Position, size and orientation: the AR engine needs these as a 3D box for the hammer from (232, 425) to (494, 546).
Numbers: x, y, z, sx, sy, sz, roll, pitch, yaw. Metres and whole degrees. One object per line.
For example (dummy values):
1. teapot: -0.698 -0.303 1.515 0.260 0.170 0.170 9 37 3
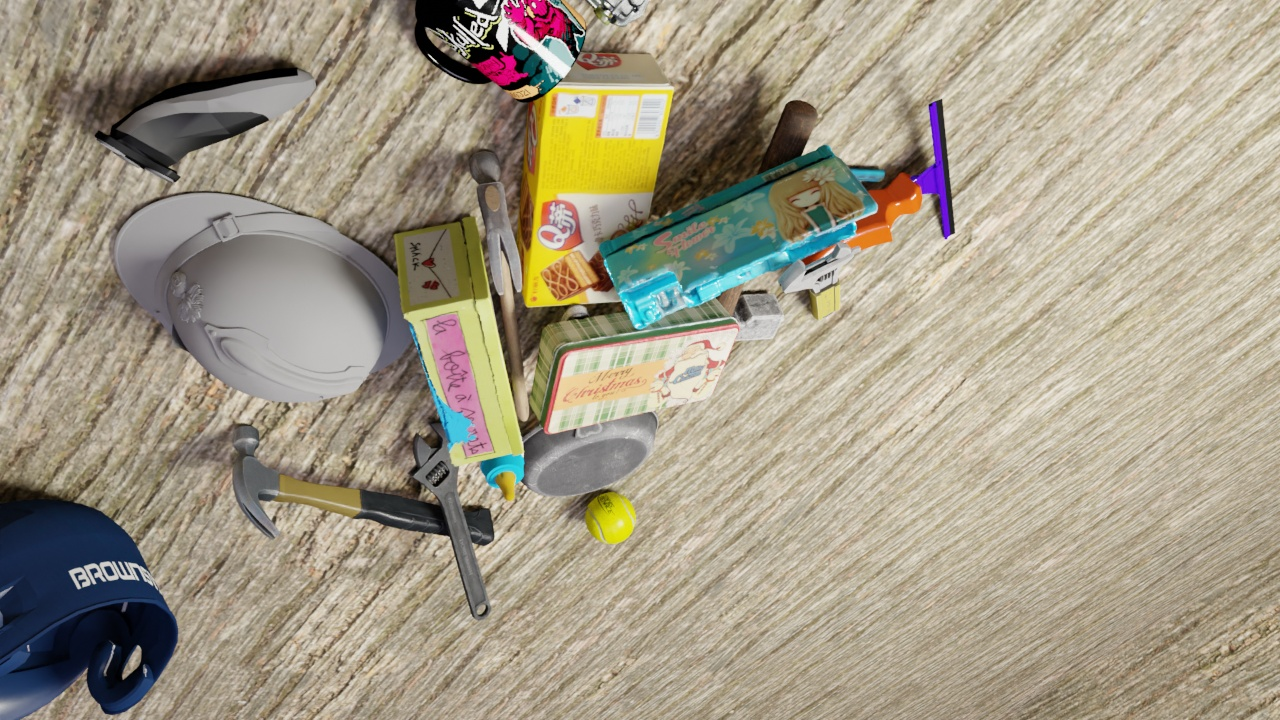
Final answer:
1. hammer: -0.297 0.165 1.031 0.025 0.117 0.332 -36 142 27

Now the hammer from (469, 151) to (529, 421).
1. hammer: -0.131 -0.040 0.898 0.030 0.119 0.332 -9 145 -11

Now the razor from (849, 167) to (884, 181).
1. razor: 0.182 -0.186 0.918 0.143 0.022 0.042 -6 144 -23

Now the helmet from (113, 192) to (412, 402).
1. helmet: -0.321 -0.025 0.806 0.271 0.117 0.184 28 119 -38

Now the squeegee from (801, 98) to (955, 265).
1. squeegee: 0.235 -0.143 0.947 0.185 0.055 0.249 -39 150 3

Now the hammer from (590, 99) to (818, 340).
1. hammer: 0.073 -0.123 0.899 0.217 0.037 0.301 -3 141 -18

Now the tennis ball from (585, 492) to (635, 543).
1. tennis ball: -0.039 0.205 1.195 0.065 0.065 0.065 -11 137 -11

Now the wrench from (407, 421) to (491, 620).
1. wrench: -0.213 0.193 1.069 0.073 0.018 0.273 -28 120 -34

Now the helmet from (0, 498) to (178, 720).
1. helmet: -0.620 0.259 0.892 0.272 0.223 0.232 -49 155 -14

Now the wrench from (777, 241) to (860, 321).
1. wrench: 0.185 -0.073 0.942 0.084 0.018 0.273 -30 167 5

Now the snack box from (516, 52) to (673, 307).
1. snack box: -0.049 -0.156 0.824 0.110 0.061 0.231 -5 135 -18

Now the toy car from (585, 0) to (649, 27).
1. toy car: -0.035 -0.300 0.704 0.049 0.030 0.107 -41 132 18

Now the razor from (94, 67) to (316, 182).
1. razor: -0.322 -0.186 0.692 0.156 0.060 0.057 -33 -178 -10

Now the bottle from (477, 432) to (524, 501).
1. bottle: -0.151 0.090 0.972 0.051 0.146 0.051 -12 137 -11

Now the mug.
1. mug: -0.117 -0.252 0.695 0.118 0.081 0.098 -16 146 37

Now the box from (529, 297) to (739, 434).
1. box: -0.005 0.005 0.920 0.205 0.049 0.118 -9 134 -29

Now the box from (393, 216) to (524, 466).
1. box: -0.169 -0.012 0.881 0.081 0.124 0.221 -13 136 -6

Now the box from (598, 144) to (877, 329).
1. box: 0.090 -0.086 0.806 0.227 0.121 0.098 -23 130 3

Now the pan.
1. pan: -0.062 0.060 1.015 0.187 0.055 0.358 -16 151 -12
